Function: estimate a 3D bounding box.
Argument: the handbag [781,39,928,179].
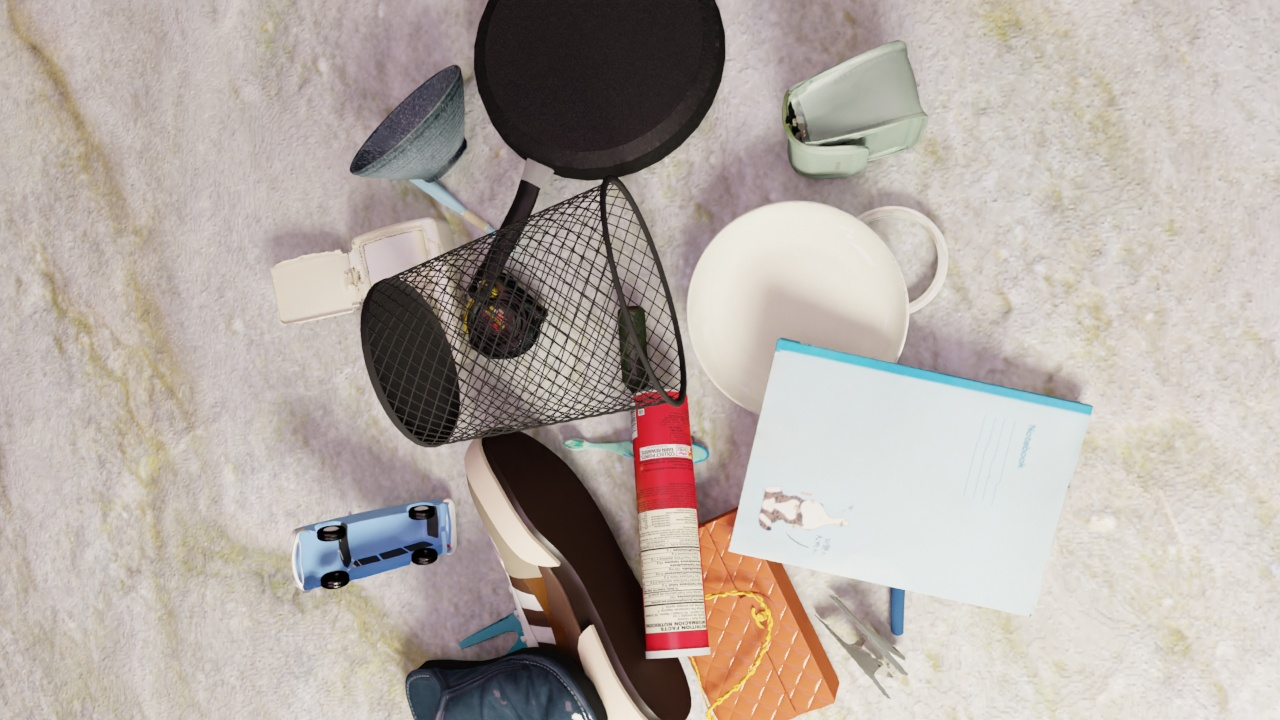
[{"bbox_3d":[0.166,-0.187,0.721,0.106,0.121,0.067,-18,87,11],"label":"handbag"}]

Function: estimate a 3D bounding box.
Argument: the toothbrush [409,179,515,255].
[{"bbox_3d":[-0.179,-0.148,0.866,0.155,0.016,0.022,37,140,11],"label":"toothbrush"}]

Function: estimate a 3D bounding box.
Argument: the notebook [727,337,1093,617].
[{"bbox_3d":[0.213,0.094,0.734,0.253,0.009,0.181,12,97,2],"label":"notebook"}]

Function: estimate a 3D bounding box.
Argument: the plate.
[{"bbox_3d":[0.130,-0.041,0.765,0.182,0.034,0.182,4,101,19],"label":"plate"}]

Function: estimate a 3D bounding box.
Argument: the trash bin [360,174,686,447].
[{"bbox_3d":[-0.092,-0.026,0.732,0.210,0.184,0.184,-16,86,13],"label":"trash bin"}]

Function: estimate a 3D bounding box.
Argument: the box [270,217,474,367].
[{"bbox_3d":[-0.258,-0.048,0.873,0.184,0.044,0.143,-13,87,15],"label":"box"}]

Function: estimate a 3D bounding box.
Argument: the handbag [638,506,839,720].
[{"bbox_3d":[0.079,0.224,0.780,0.109,0.060,0.172,-28,83,17],"label":"handbag"}]

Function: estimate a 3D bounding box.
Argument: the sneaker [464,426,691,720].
[{"bbox_3d":[-0.079,0.200,0.786,0.117,0.111,0.293,-37,81,24],"label":"sneaker"}]

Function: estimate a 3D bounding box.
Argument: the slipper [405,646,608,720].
[{"bbox_3d":[-0.137,0.307,0.767,0.266,0.083,0.109,-17,94,42],"label":"slipper"}]

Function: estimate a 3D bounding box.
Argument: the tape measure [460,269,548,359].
[{"bbox_3d":[-0.126,-0.037,0.840,0.071,0.042,0.072,41,95,3],"label":"tape measure"}]

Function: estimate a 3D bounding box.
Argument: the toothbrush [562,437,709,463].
[{"bbox_3d":[-0.006,0.079,0.821,0.135,0.017,0.022,3,88,15],"label":"toothbrush"}]

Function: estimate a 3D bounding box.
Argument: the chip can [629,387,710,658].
[{"bbox_3d":[0.023,0.132,0.757,0.052,0.052,0.214,-9,72,15],"label":"chip can"}]

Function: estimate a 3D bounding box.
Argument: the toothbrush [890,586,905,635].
[{"bbox_3d":[0.216,0.146,0.763,0.014,0.014,0.167,3,93,26],"label":"toothbrush"}]

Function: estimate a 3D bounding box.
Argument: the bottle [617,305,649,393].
[{"bbox_3d":[-0.005,0.005,0.816,0.025,0.025,0.106,-5,89,15],"label":"bottle"}]

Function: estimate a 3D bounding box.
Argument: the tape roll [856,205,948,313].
[{"bbox_3d":[0.208,-0.082,0.765,0.093,0.013,0.093,0,90,14],"label":"tape roll"}]

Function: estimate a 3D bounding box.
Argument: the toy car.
[{"bbox_3d":[-0.241,0.163,0.828,0.055,0.153,0.056,9,104,51],"label":"toy car"}]

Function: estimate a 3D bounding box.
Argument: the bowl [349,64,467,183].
[{"bbox_3d":[-0.196,-0.201,0.839,0.137,0.137,0.057,-38,121,12],"label":"bowl"}]

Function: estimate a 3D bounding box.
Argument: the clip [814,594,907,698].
[{"bbox_3d":[0.185,0.245,0.752,0.052,0.102,0.059,-41,122,-1],"label":"clip"}]

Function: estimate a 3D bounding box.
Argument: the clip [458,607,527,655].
[{"bbox_3d":[-0.114,0.229,0.847,0.130,0.030,0.120,-19,90,13],"label":"clip"}]

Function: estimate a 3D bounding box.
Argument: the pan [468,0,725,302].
[{"bbox_3d":[-0.069,-0.213,0.806,0.225,0.034,0.356,27,89,12],"label":"pan"}]
